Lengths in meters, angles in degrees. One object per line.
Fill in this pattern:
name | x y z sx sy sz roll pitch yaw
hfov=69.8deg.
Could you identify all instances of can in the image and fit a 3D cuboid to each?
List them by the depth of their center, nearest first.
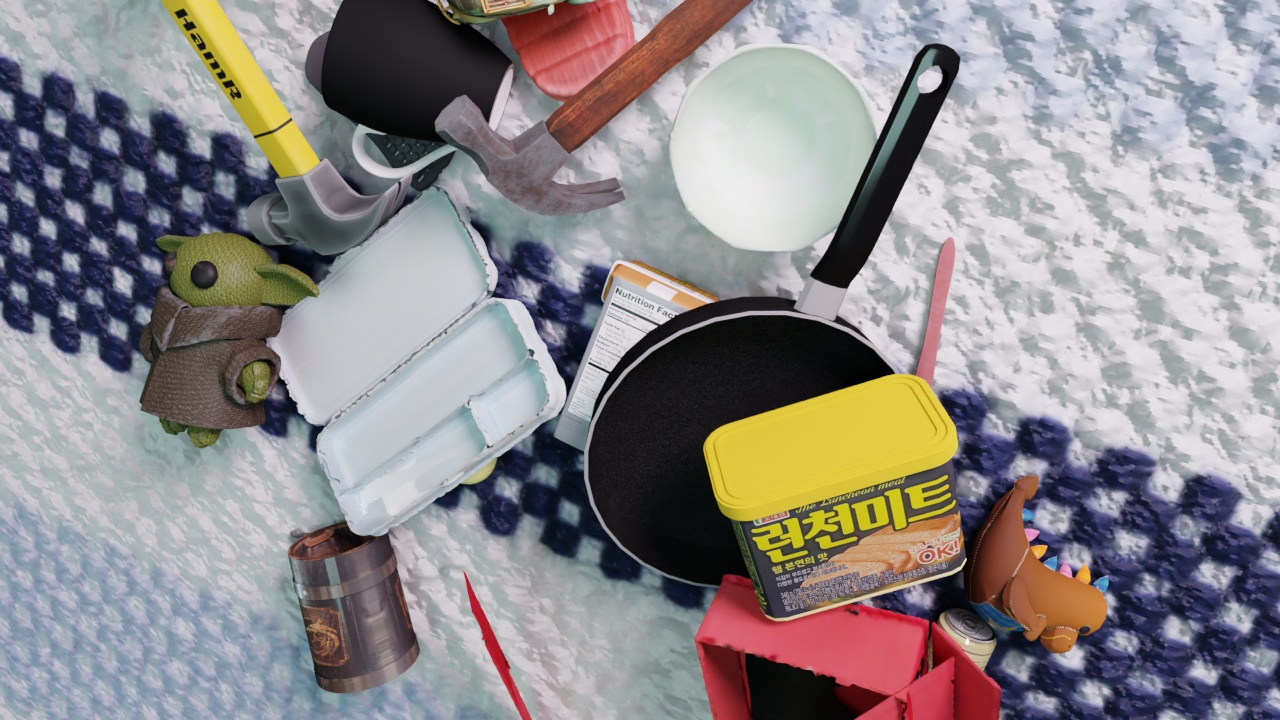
can | 0.114 0.081 0.528 0.131 0.072 0.101 -17 123 5
can | 0.206 0.209 0.616 0.038 0.038 0.080 20 110 9

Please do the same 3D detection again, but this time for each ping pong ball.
ping pong ball | -0.125 0.070 0.668 0.040 0.040 0.040 4 107 15

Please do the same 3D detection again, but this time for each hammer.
hammer | 0.029 -0.194 0.534 0.301 0.028 0.111 -36 129 15
hammer | -0.255 -0.200 0.538 0.170 0.034 0.325 4 133 39

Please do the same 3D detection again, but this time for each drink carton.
drink carton | -0.004 0.004 0.609 0.076 0.048 0.125 25 111 8

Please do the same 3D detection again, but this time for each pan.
pan | 0.091 -0.010 0.539 0.204 0.044 0.356 15 117 -12

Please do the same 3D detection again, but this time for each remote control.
remote control | -0.181 -0.173 0.629 0.124 0.009 0.046 46 112 -1

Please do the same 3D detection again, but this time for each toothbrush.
toothbrush | 0.179 0.014 0.580 0.015 0.015 0.184 8 106 6

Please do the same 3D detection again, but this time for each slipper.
slipper | -0.078 -0.275 0.543 0.104 0.059 0.249 -15 103 19

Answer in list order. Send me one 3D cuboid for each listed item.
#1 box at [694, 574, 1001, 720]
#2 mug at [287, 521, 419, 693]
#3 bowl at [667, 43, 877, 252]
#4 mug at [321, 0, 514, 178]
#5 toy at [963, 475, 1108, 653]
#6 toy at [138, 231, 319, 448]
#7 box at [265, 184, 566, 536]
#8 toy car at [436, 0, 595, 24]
box | 0.218 0.296 0.481 0.468 0.137 0.215 24 139 40
mug | -0.235 0.187 0.723 0.116 0.079 0.107 3 107 43
bowl | 0.078 -0.127 0.538 0.117 0.061 0.117 4 112 11
mug | -0.140 -0.166 0.584 0.100 0.084 0.119 20 122 -5
toy | 0.256 0.129 0.582 0.090 0.070 0.103 19 88 -4
toy | -0.311 -0.017 0.665 0.179 0.078 0.153 16 99 29
box | -0.167 0.004 0.653 0.209 0.037 0.190 -37 74 22
toy car | -0.069 -0.216 0.516 0.112 0.047 0.047 -7 123 11
